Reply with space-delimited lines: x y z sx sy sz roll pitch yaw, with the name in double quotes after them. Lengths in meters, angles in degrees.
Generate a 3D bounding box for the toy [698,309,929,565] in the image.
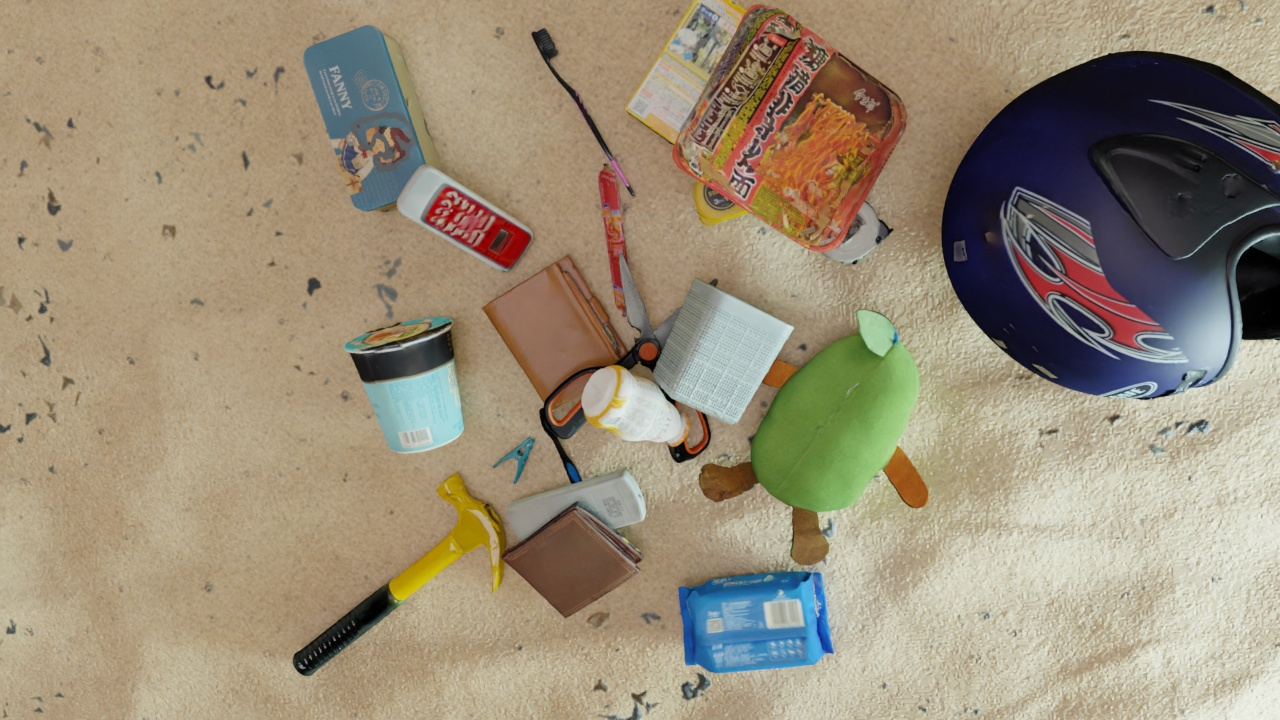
0.183 0.071 0.900 0.227 0.090 0.247 39 99 14 "toy"

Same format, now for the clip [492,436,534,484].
-0.132 0.104 0.986 0.034 0.013 0.054 40 104 -1 "clip"

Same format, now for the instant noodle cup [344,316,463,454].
-0.234 0.027 0.947 0.111 0.111 0.120 -9 107 9 "instant noodle cup"

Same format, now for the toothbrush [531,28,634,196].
-0.053 -0.247 0.915 0.018 0.014 0.189 -32 95 -1 "toothbrush"

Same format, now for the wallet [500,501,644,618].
-0.073 0.210 0.968 0.125 0.032 0.101 -38 106 27 "wallet"

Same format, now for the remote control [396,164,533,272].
-0.173 -0.139 0.913 0.136 0.020 0.056 30 105 -31 "remote control"

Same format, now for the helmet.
0.402 -0.085 0.757 0.315 0.247 0.240 40 84 8 "helmet"

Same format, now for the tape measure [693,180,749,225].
0.081 -0.164 0.903 0.060 0.029 0.057 -17 98 10 "tape measure"

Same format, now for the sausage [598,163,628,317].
-0.025 -0.121 0.929 0.020 0.020 0.156 -7 99 9 "sausage"

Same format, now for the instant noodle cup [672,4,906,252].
0.133 -0.207 0.841 0.188 0.079 0.164 30 93 -16 "instant noodle cup"

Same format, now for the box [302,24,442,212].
-0.266 -0.244 0.920 0.090 0.061 0.184 -19 98 10 "box"

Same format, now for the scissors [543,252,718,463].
0.000 0.009 0.930 0.221 0.021 0.234 -28 106 -4 "scissors"

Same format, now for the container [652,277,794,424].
0.074 -0.008 0.885 0.090 0.090 0.111 25 96 -16 "container"

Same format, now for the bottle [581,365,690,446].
-0.002 0.049 0.894 0.108 0.063 0.063 28 104 -29 "bottle"

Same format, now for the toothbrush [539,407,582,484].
-0.065 0.135 0.984 0.014 0.016 0.189 -23 99 8 "toothbrush"

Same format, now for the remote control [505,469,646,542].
-0.068 0.159 0.970 0.150 0.021 0.058 -18 107 19 "remote control"

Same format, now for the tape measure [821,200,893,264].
0.200 -0.128 0.891 0.066 0.033 0.066 -42 91 12 "tape measure"

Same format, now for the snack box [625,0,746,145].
0.059 -0.276 0.885 0.087 0.033 0.140 35 104 1 "snack box"

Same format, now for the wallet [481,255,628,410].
-0.085 -0.027 0.946 0.108 0.031 0.132 -31 99 10 "wallet"

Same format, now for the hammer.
-0.272 0.259 1.022 0.301 0.032 0.129 -38 92 12 "hammer"

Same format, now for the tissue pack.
0.118 0.272 0.961 0.157 0.052 0.095 -8 96 9 "tissue pack"
